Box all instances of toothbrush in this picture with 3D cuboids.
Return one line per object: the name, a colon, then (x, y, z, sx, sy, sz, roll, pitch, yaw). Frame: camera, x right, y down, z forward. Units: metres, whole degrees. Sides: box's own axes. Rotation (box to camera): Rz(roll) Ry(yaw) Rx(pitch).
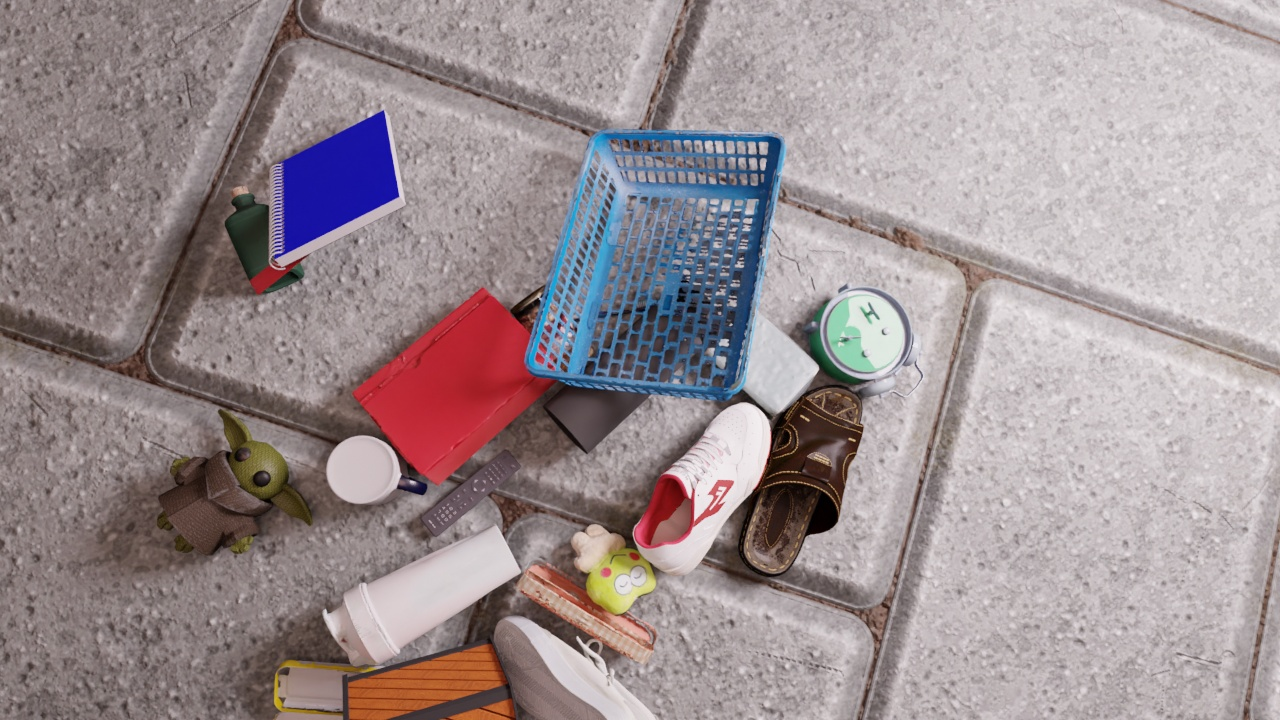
toothbrush: (-0.068, -0.063, 1.202, 0.189, 0.016, 0.017, -7, 68, -7)

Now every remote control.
remote control: (-0.211, 0.165, 1.149, 0.136, 0.015, 0.032, -39, 86, -13)

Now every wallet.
wallet: (0.156, 0.003, 1.195, 0.131, 0.054, 0.100, 45, 70, 4)

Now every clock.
clock: (0.302, -0.019, 1.201, 0.161, 0.075, 0.121, 43, 79, 1)

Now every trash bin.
trash bin: (-0.226, 0.416, 1.009, 0.171, 0.140, 0.140, -11, 100, -17)

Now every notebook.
notebook: (-0.375, -0.212, 1.116, 0.171, 0.022, 0.209, -26, 46, 3)

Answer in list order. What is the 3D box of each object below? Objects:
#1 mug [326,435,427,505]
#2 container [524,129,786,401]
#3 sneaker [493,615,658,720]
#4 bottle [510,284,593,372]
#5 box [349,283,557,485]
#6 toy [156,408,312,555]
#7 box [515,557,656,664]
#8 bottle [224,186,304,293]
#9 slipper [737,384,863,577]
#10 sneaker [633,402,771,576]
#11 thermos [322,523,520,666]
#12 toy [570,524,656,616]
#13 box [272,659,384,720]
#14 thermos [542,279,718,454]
mug: (-0.310, 0.139, 1.101, 0.112, 0.097, 0.078, 19, 79, -3)
container: (0.030, -0.113, 1.116, 0.257, 0.089, 0.361, 5, 64, 16)
sneaker: (-0.075, 0.374, 1.063, 0.090, 0.242, 0.089, 1, 109, -46)
bottle: (-0.111, -0.037, 1.159, 0.056, 0.056, 0.105, -38, 101, -11)
box: (-0.220, 0.033, 1.131, 0.214, 0.153, 0.164, -40, 111, -11)
toy: (-0.492, 0.160, 1.089, 0.152, 0.078, 0.179, -40, 84, -11)
box: (-0.063, 0.304, 1.114, 0.187, 0.083, 0.042, 32, 91, -2)
bottle: (-0.479, -0.157, 1.151, 0.061, 0.061, 0.131, -25, 84, -7)
slipper: (0.207, 0.148, 1.163, 0.113, 0.076, 0.267, 28, 79, -1)
sneaker: (0.072, 0.144, 1.123, 0.090, 0.104, 0.236, 30, 80, 36)
thermos: (-0.254, 0.279, 1.090, 0.220, 0.099, 0.099, -27, 84, -13)
toy: (-0.038, 0.253, 1.130, 0.091, 0.046, 0.115, -28, 69, -37)
box: (-0.330, 0.423, 1.086, 0.209, 0.036, 0.129, 6, 91, -6)
thermos: (-0.007, 0.007, 1.162, 0.240, 0.082, 0.082, -43, 87, -11)
